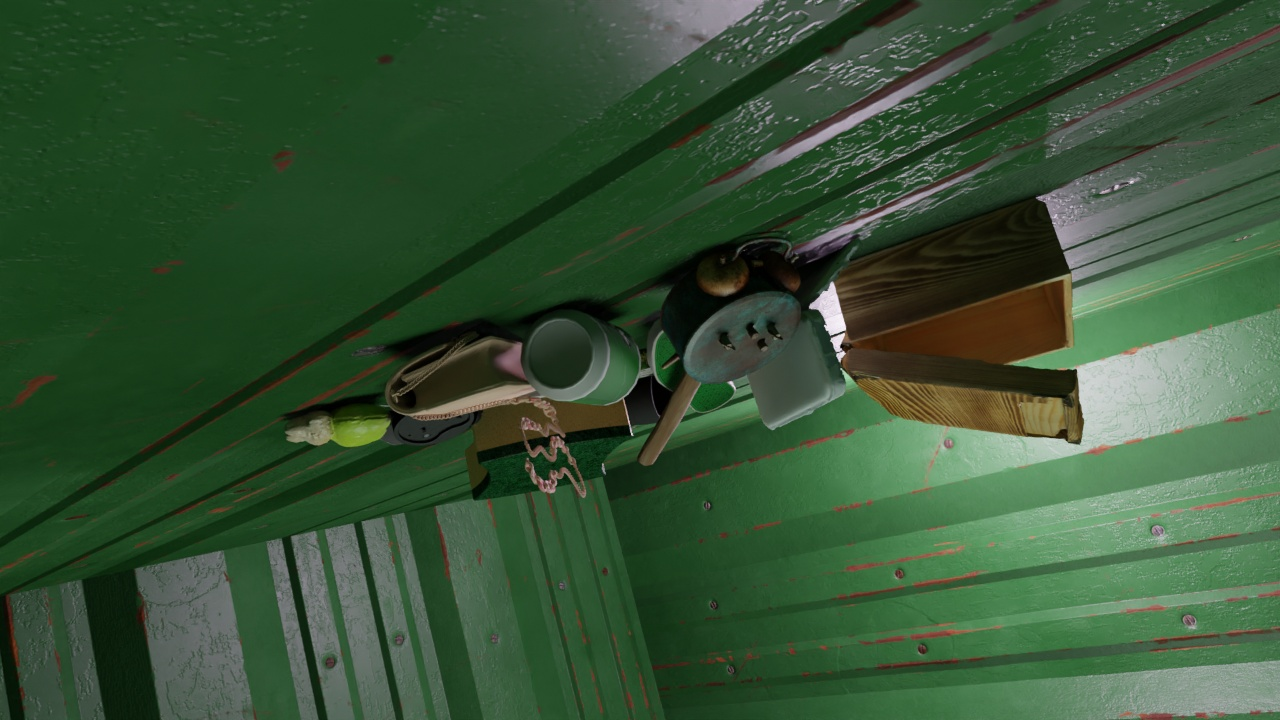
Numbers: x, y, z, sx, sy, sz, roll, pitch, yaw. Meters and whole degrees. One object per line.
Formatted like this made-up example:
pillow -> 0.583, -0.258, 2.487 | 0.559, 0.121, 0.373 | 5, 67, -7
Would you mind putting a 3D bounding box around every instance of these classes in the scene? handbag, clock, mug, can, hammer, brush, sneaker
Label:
handbag -> -0.152, 0.072, 0.880 | 0.116, 0.187, 0.198 | -23, 175, 5
clock -> 0.090, -0.047, 0.842 | 0.121, 0.073, 0.158 | -5, 137, -31
clock -> -0.230, 0.059, 1.033 | 0.091, 0.042, 0.120 | -28, 151, 11
mug -> -0.008, 0.045, 1.347 | 0.100, 0.085, 0.118 | -8, -156, 24
can -> -0.057, -0.001, 0.916 | 0.088, 0.087, 0.139 | -17, 171, 14
hammer -> 0.055, 0.028, 1.051 | 0.098, 0.052, 0.329 | -11, 148, -26
brush -> -0.132, 0.113, 1.240 | 0.195, 0.075, 0.251 | -9, 162, -15
sneaker -> 0.052, -0.013, 1.108 | 0.084, 0.079, 0.235 | -29, 152, 4

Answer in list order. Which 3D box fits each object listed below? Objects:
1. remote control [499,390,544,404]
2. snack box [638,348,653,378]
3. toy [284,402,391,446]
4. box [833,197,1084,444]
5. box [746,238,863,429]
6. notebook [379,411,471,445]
remote control -> -0.105, 0.015, 1.050 | 0.135, 0.050, 0.011 | -9, 169, -32
snack box -> -0.007, 0.007, 1.241 | 0.147, 0.025, 0.080 | -13, 171, -10
toy -> -0.344, 0.075, 1.046 | 0.115, 0.046, 0.092 | -4, 167, -21
box -> 0.365, -0.003, 1.055 | 0.259, 0.220, 0.279 | -16, 161, 21
box -> 0.166, -0.025, 0.966 | 0.084, 0.185, 0.211 | 9, 168, -8
notebook -> -0.255, 0.074, 1.243 | 0.209, 0.029, 0.169 | -11, 169, -2
